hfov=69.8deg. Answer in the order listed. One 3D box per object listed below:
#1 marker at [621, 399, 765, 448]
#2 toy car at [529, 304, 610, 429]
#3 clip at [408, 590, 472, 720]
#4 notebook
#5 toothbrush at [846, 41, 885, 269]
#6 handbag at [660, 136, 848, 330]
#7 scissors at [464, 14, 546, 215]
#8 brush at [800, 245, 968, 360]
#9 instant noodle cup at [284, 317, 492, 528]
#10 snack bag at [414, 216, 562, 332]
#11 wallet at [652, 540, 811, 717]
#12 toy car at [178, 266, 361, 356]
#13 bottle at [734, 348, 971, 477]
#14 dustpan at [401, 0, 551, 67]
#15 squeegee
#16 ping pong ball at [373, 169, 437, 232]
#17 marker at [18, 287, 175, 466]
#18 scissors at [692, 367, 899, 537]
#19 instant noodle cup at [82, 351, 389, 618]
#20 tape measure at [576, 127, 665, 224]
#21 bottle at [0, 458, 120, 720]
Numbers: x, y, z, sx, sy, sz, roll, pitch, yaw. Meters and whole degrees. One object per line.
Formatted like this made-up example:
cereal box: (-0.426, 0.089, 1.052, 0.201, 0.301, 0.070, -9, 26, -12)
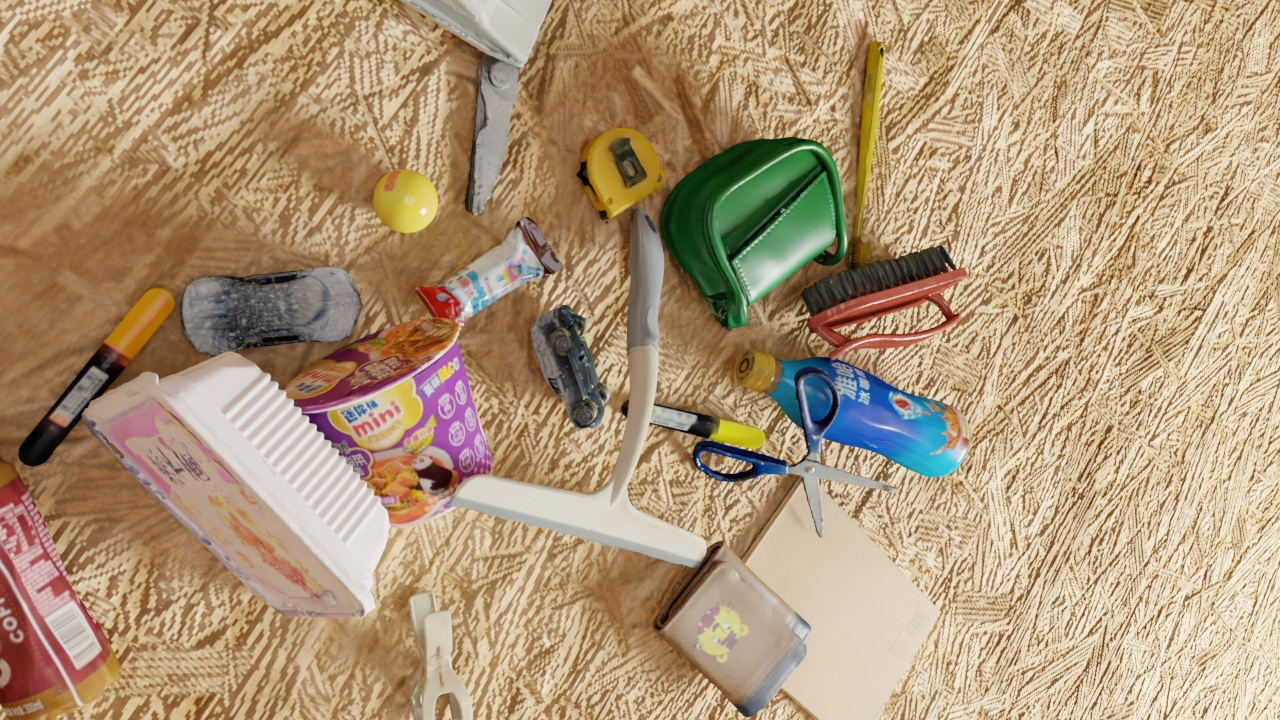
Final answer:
marker: (0.042, 0.049, 0.709, 0.124, 0.015, 0.018, 14, 94, -24)
toy car: (-0.049, 0.006, 0.645, 0.034, 0.042, 0.090, -15, 105, 16)
clip: (-0.136, 0.209, 0.618, 0.034, 0.076, 0.101, -7, 98, -26)
notebook: (0.162, 0.218, 0.783, 0.211, 0.012, 0.149, 45, 74, -22)
toothbrush: (0.190, -0.169, 0.761, 0.015, 0.017, 0.190, 4, 92, -27)
handbag: (0.089, -0.100, 0.695, 0.131, 0.068, 0.120, -34, 117, -21)
scissors: (-0.109, -0.208, 0.613, 0.177, 0.015, 0.210, 46, 74, -23)
brush: (0.196, -0.043, 0.740, 0.145, 0.063, 0.069, -15, 77, -27)
instant noodle cup: (-0.147, 0.041, 0.567, 0.111, 0.112, 0.099, -29, 113, -22)
snack bag: (-0.104, -0.054, 0.621, 0.105, 0.026, 0.045, -37, 106, -21)
wallet: (0.074, 0.209, 0.716, 0.115, 0.033, 0.090, 47, 74, -17)
toy car: (-0.223, -0.031, 0.561, 0.105, 0.031, 0.049, -9, 99, -26)
bottle: (0.171, 0.039, 0.742, 0.218, 0.065, 0.065, 20, 85, -26)
dustpan: (-0.162, -0.348, 0.566, 0.257, 0.143, 0.222, 31, 78, -51)
squeegee: (-0.004, 0.004, 0.634, 0.246, 0.039, 0.246, 27, 65, -46)
ping pong ball: (-0.150, -0.102, 0.586, 0.040, 0.040, 0.040, -2, 95, -26)
marker: (-0.313, 0.009, 0.530, 0.018, 0.015, 0.123, 39, 80, -22)
scissors: (0.125, 0.075, 0.713, 0.176, 0.012, 0.163, 6, 122, -5)
instant noodle cup: (-0.220, 0.069, 0.525, 0.173, 0.138, 0.060, 55, 48, -19)
tape measure: (-0.014, -0.137, 0.657, 0.060, 0.029, 0.057, -35, 108, -20)
bottle: (-0.348, 0.111, 0.496, 0.057, 0.057, 0.175, -24, 104, -23)
